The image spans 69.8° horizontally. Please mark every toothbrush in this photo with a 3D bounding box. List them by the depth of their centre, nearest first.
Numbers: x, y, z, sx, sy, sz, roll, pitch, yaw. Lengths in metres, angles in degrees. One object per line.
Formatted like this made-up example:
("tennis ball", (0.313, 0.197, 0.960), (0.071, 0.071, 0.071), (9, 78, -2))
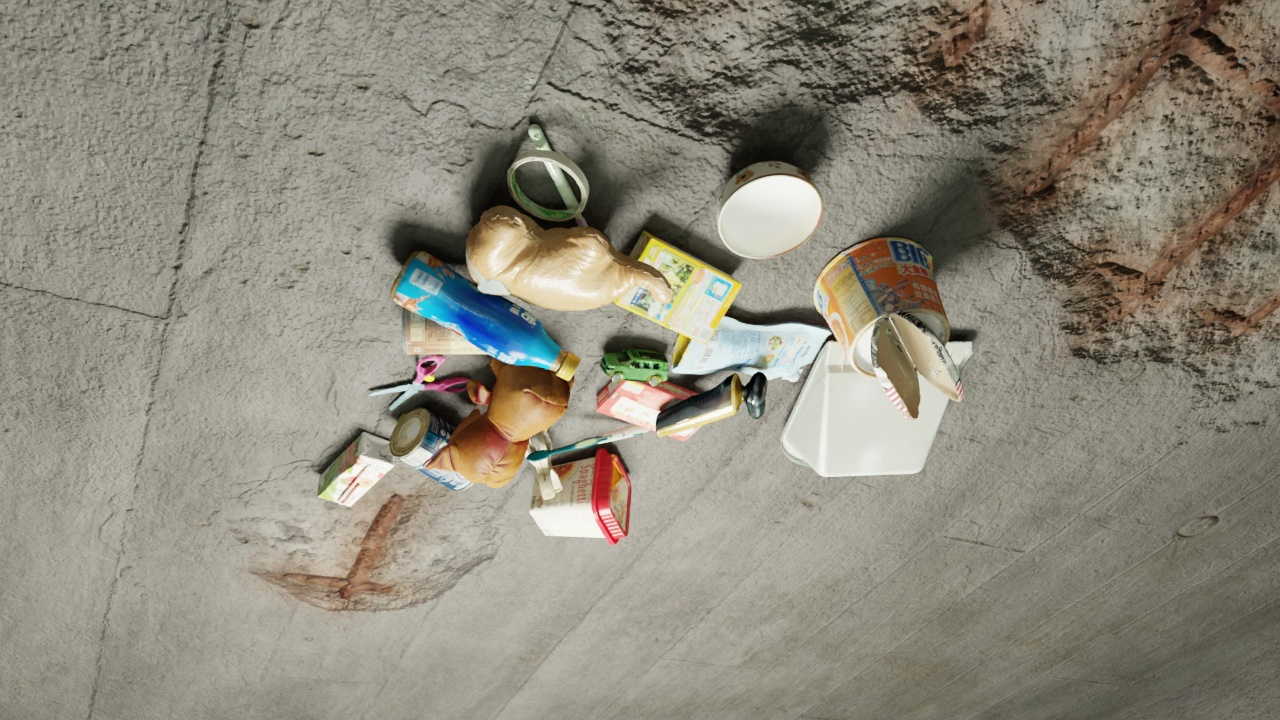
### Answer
("toothbrush", (-0.076, -0.174, 0.979), (0.029, 0.020, 0.190), (-24, 135, 3))
("toothbrush", (-0.068, 0.111, 1.262), (0.191, 0.016, 0.018), (-13, 178, -25))

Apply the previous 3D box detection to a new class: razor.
("razor", (0.092, 0.065, 1.206), (0.168, 0.062, 0.067), (-23, 109, 24))

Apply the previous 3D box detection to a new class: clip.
("clip", (-0.136, 0.140, 1.264), (0.035, 0.071, 0.100), (-17, 93, 9))

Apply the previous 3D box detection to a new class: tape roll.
("tape roll", (-0.096, -0.181, 0.951), (0.086, 0.013, 0.086), (11, 143, 9))

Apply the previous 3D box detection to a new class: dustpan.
("dustpan", (0.313, 0.069, 1.311), (0.222, 0.142, 0.258), (0, 112, -16))

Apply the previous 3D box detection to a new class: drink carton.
("drink carton", (-0.391, 0.153, 1.262), (0.053, 0.045, 0.123), (27, 127, -35))

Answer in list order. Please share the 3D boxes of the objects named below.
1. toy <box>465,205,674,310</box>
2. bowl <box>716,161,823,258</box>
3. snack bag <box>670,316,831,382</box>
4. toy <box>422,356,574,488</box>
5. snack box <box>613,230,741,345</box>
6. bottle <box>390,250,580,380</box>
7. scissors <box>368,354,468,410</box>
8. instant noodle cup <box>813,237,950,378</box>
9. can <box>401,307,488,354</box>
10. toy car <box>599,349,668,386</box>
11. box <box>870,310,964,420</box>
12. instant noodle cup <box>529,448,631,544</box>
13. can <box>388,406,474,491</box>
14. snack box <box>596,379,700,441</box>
("toy", (-0.077, -0.099, 0.992), (0.226, 0.082, 0.144), (13, 161, -8))
("bowl", (0.135, -0.171, 0.990), (0.113, 0.062, 0.114), (-5, 137, -4))
("snack bag", (0.141, -0.014, 1.183), (0.191, 0.038, 0.111), (3, 131, -17))
("toy", (-0.178, 0.077, 1.169), (0.140, 0.130, 0.200), (25, 107, -30))
("snack box", (0.041, -0.082, 1.068), (0.140, 0.033, 0.087), (22, 104, -33))
("bottle", (-0.167, -0.043, 1.021), (0.218, 0.065, 0.065), (29, 128, -9))
("scissors", (-0.278, 0.035, 1.178), (0.113, 0.017, 0.135), (23, 133, -37))
("instant noodle cup", (0.297, -0.057, 1.108), (0.151, 0.111, 0.152), (-5, 138, -5))
("can", (-0.218, -0.036, 1.075), (0.116, 0.058, 0.059), (0, 137, -10))
("toy car", (-0.007, 0.007, 1.173), (0.091, 0.043, 0.036), (1, 122, -24))
("box", (0.319, 0.004, 1.041), (0.088, 0.076, 0.163), (-8, 141, 33))
("instant noodle cup", (-0.087, 0.201, 1.330), (0.124, 0.116, 0.117), (-7, 140, 14))
("can", (-0.270, 0.119, 1.224), (0.075, 0.075, 0.111), (-30, 134, 21))
("snack box", (0.022, 0.061, 1.251), (0.152, 0.025, 0.075), (21, 131, -29))
